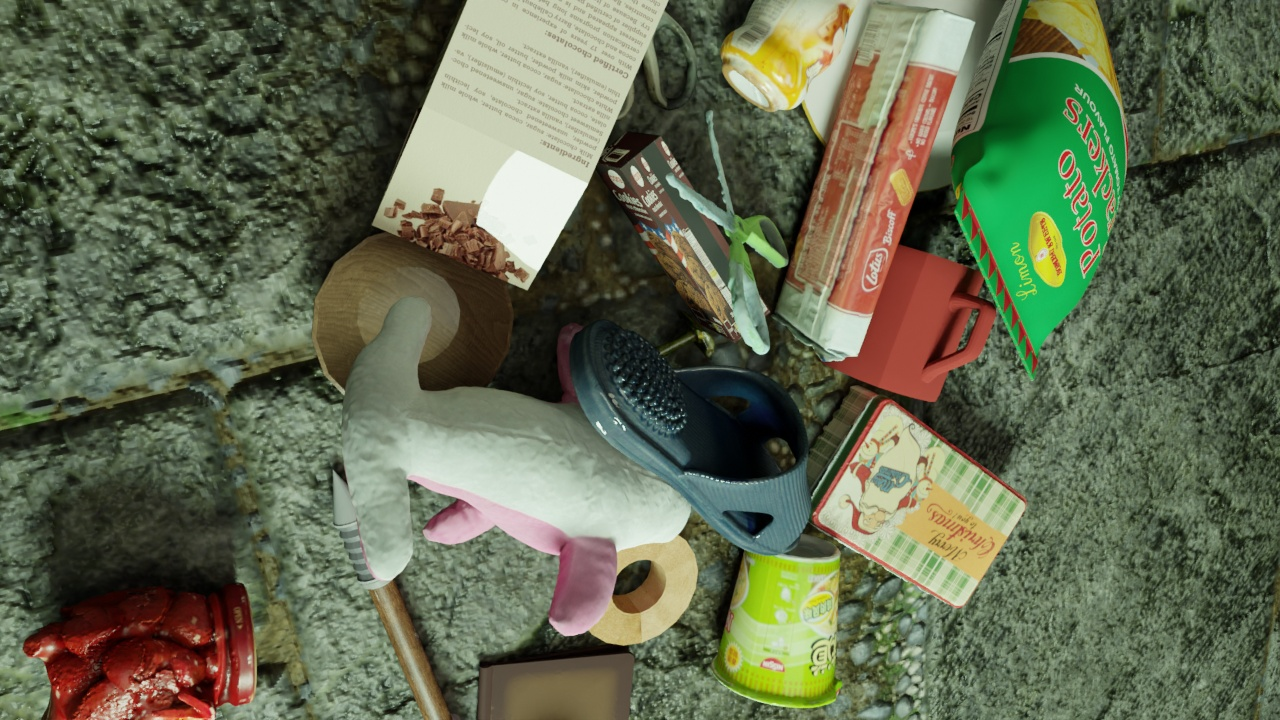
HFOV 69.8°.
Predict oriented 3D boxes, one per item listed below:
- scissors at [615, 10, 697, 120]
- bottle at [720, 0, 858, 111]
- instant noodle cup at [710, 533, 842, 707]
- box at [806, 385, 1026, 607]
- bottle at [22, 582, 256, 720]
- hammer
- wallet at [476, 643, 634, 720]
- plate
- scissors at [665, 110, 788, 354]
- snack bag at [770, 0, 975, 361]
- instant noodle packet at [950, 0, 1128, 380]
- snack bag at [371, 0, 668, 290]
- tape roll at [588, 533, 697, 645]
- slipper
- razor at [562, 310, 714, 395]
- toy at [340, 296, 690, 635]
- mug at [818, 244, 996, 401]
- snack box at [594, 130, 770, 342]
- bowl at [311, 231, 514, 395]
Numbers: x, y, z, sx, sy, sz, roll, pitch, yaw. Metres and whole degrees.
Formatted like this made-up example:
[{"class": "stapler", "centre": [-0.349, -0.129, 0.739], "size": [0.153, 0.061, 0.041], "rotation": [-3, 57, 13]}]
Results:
[{"class": "scissors", "centre": [-0.018, -0.224, 0.548], "size": [0.132, 0.012, 0.169], "rotation": [-44, 119, -6]}, {"class": "bottle", "centre": [0.101, -0.212, 0.574], "size": [0.063, 0.063, 0.108], "rotation": [37, 93, -29]}, {"class": "instant noodle cup", "centre": [0.109, 0.191, 0.698], "size": [0.098, 0.099, 0.108], "rotation": [4, 96, -25]}, {"class": "box", "centre": [0.218, 0.113, 0.742], "size": [0.205, 0.050, 0.117], "rotation": [34, 92, -30]}, {"class": "bottle", "centre": [-0.276, 0.174, 0.510], "size": [0.111, 0.099, 0.099], "rotation": [-2, 107, -30]}, {"class": "hammer", "centre": [-0.145, 0.217, 0.615], "size": [0.156, 0.043, 0.322], "rotation": [-19, 109, -9]}, {"class": "wallet", "centre": [-0.064, 0.258, 0.682], "size": [0.115, 0.018, 0.091], "rotation": [-1, 107, -20]}, {"class": "plate", "centre": [0.209, -0.233, 0.642], "size": [0.229, 0.021, 0.230], "rotation": [-7, 109, -22]}, {"class": "scissors", "centre": [0.060, -0.083, 0.575], "size": [0.171, 0.021, 0.172], "rotation": [16, 62, -56]}, {"class": "snack bag", "centre": [0.148, -0.116, 0.605], "size": [0.041, 0.077, 0.225], "rotation": [4, 112, -24]}, {"class": "instant noodle packet", "centre": [0.277, -0.143, 0.629], "size": [0.195, 0.090, 0.252], "rotation": [44, 62, -43]}, {"class": "snack bag", "centre": [-0.065, -0.151, 0.511], "size": [0.094, 0.070, 0.206], "rotation": [22, 97, -20]}, {"class": "tape roll", "centre": [-0.006, 0.158, 0.667], "size": [0.093, 0.027, 0.094], "rotation": [-7, 109, -22]}, {"class": "slipper", "centre": [0.059, 0.043, 0.589], "size": [0.083, 0.101, 0.263], "rotation": [-26, 139, 23]}, {"class": "razor", "centre": [-0.004, 0.004, 0.620], "size": [0.106, 0.042, 0.026], "rotation": [-28, 118, -3]}, {"class": "toy", "centre": [-0.078, 0.073, 0.553], "size": [0.265, 0.128, 0.186], "rotation": [27, 52, -46]}, {"class": "mug", "centre": [0.194, -0.025, 0.648], "size": [0.080, 0.116, 0.096], "rotation": [13, 100, -31]}, {"class": "snack box", "centre": [0.027, -0.079, 0.593], "size": [0.031, 0.051, 0.141], "rotation": [-40, 118, -8]}, {"class": "bowl", "centre": [-0.136, -0.024, 0.549], "size": [0.117, 0.030, 0.118], "rotation": [-8, 110, -22]}]
